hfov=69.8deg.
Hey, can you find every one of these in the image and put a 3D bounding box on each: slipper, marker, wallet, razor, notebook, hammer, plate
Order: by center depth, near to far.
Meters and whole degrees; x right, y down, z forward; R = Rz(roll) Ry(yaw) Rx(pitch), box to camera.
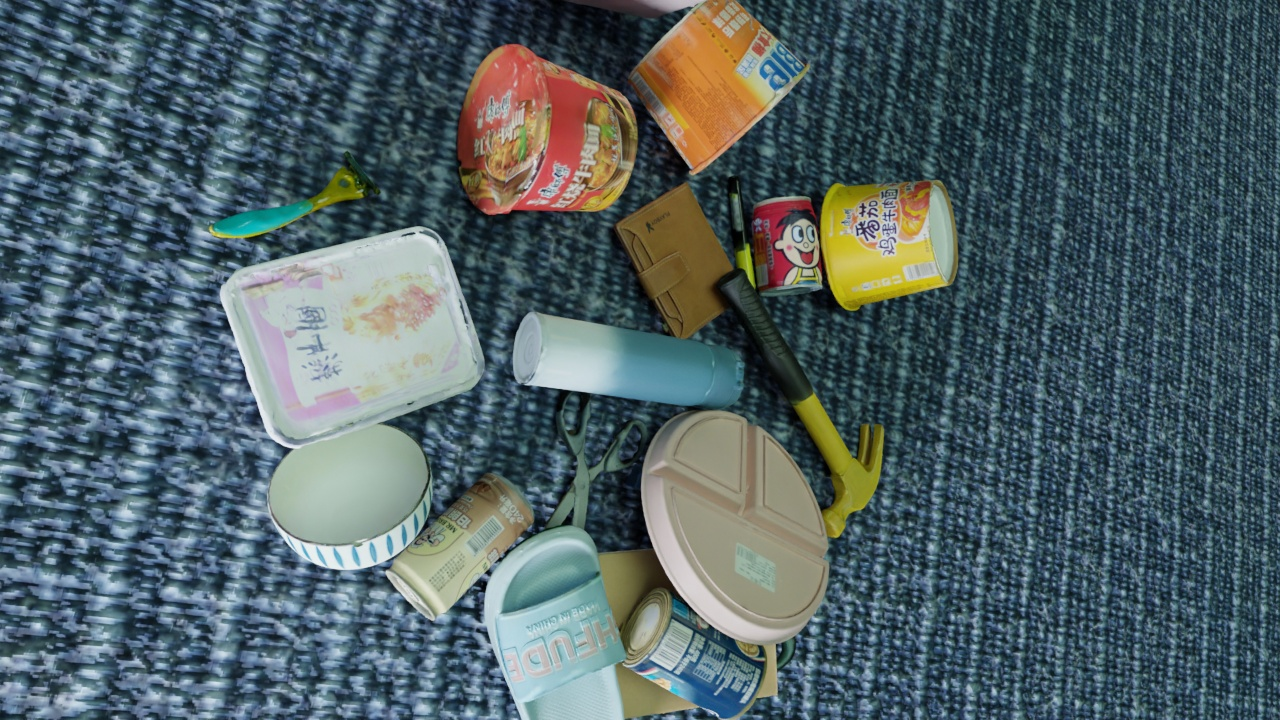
[{"bbox_3d":[-0.270,-0.121,0.713,0.132,0.028,0.043,-32,78,-33],"label":"razor"},{"bbox_3d":[-0.060,0.259,0.760,0.104,0.074,0.245,-15,99,-20],"label":"slipper"},{"bbox_3d":[0.030,0.247,0.846,0.211,0.012,0.149,0,86,-21],"label":"notebook"},{"bbox_3d":[0.097,0.146,0.853,0.229,0.028,0.229,25,48,-31],"label":"plate"},{"bbox_3d":[0.034,-0.092,0.893,0.118,0.035,0.130,-38,104,-35],"label":"wallet"},{"bbox_3d":[0.164,0.035,0.940,0.128,0.033,0.301,-46,115,-29],"label":"hammer"},{"bbox_3d":[0.104,-0.130,0.945,0.015,0.018,0.124,-5,87,-33],"label":"marker"}]

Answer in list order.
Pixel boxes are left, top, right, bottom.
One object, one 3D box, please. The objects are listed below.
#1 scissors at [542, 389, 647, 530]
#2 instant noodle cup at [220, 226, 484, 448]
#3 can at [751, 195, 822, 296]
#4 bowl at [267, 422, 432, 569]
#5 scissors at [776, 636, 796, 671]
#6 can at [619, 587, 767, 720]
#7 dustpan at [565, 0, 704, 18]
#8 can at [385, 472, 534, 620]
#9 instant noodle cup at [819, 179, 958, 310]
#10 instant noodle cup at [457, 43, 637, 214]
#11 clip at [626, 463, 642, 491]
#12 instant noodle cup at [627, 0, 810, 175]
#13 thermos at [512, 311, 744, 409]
[{"bbox_3d":[-0.051,0.106,0.823,0.159,0.014,0.175,-17,91,-34],"label":"scissors"},{"bbox_3d":[-0.222,-0.019,0.713,0.173,0.060,0.138,-20,96,-30],"label":"instant noodle cup"},{"bbox_3d":[0.150,-0.116,0.942,0.066,0.067,0.093,-4,86,-31],"label":"can"},{"bbox_3d":[-0.212,0.109,0.690,0.116,0.116,0.066,-32,143,-30],"label":"bowl"},{"bbox_3d":[0.092,0.243,0.888,0.170,0.019,0.181,-40,99,-23],"label":"scissors"},{"bbox_3d":[0.045,0.256,0.805,0.111,0.075,0.075,34,69,-16],"label":"can"},{"bbox_3d":[-0.038,-0.382,0.766,0.222,0.273,0.139,7,100,-16],"label":"dustpan"},{"bbox_3d":[-0.144,0.149,0.743,0.116,0.059,0.058,-44,107,-26],"label":"can"},{"bbox_3d":[0.264,-0.126,0.960,0.138,0.110,0.138,14,73,-56],"label":"instant noodle cup"},{"bbox_3d":[-0.077,-0.189,0.782,0.108,0.138,0.138,1,84,-40],"label":"instant noodle cup"},{"bbox_3d":[0.015,0.120,0.867,0.058,0.041,0.026,34,67,-26],"label":"clip"},{"bbox_3d":[0.067,-0.267,0.868,0.111,0.152,0.151,46,64,-10],"label":"instant noodle cup"},{"bbox_3d":[-0.005,0.005,0.836,0.220,0.070,0.070,9,80,-29],"label":"thermos"}]
